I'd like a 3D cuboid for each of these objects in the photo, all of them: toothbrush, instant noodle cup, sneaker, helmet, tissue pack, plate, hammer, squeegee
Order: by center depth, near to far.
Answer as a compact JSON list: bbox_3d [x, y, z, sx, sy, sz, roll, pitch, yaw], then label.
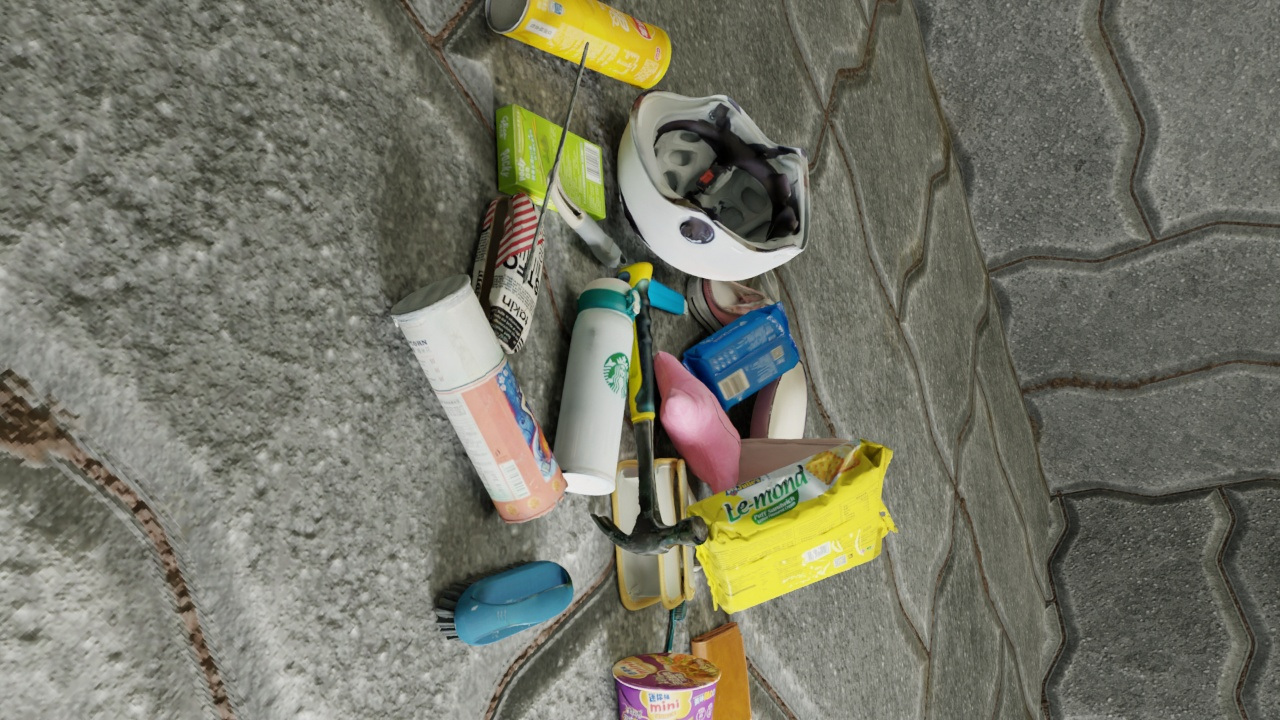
[{"bbox_3d":[0.026,0.365,0.941,0.111,0.112,0.099,3,87,-58],"label":"instant noodle cup"},{"bbox_3d":[-0.062,-0.150,0.948,0.246,0.039,0.246,50,51,-68],"label":"squeegee"},{"bbox_3d":[-0.001,0.046,0.979,0.032,0.126,0.322,26,53,-51],"label":"hammer"},{"bbox_3d":[0.031,0.357,1.027,0.016,0.018,0.191,45,46,-43],"label":"toothbrush"},{"bbox_3d":[0.073,-0.195,1.104,0.258,0.146,0.228,21,51,-18],"label":"helmet"},{"bbox_3d":[0.132,-0.004,1.193,0.157,0.052,0.095,-31,115,-11],"label":"tissue pack"},{"bbox_3d":[0.157,-0.054,1.270,0.241,0.088,0.118,37,51,-47],"label":"sneaker"},{"bbox_3d":[0.193,0.090,1.308,0.192,0.039,0.192,-29,123,-60],"label":"plate"}]

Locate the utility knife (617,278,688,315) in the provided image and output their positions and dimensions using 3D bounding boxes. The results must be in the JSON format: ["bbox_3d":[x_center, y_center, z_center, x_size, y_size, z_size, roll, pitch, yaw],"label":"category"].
[{"bbox_3d":[0.020,-0.080,1.124,0.165,0.018,0.034,18,80,-57],"label":"utility knife"}]

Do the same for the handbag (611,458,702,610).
[{"bbox_3d":[0.039,0.192,1.049,0.178,0.063,0.163,6,79,-61],"label":"handbag"}]

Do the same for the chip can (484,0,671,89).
[{"bbox_3d":[-0.061,-0.352,0.981,0.213,0.072,0.072,3,80,-47],"label":"chip can"}]

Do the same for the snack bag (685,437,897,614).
[{"bbox_3d":[0.174,0.193,1.035,0.068,0.246,0.158,-117,-172,-49],"label":"snack bag"}]

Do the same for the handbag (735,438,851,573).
[{"bbox_3d":[0.214,0.207,1.215,0.093,0.194,0.234,-66,146,-39],"label":"handbag"}]

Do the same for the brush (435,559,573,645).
[{"bbox_3d":[-0.105,0.208,0.794,0.143,0.074,0.055,-1,88,-59],"label":"brush"}]

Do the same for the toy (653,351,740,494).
[{"bbox_3d":[0.069,0.074,1.101,0.194,0.075,0.178,61,9,-6],"label":"toy"}]

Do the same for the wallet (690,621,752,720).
[{"bbox_3d":[0.104,0.394,1.118,0.118,0.035,0.130,1,82,-58],"label":"wallet"}]

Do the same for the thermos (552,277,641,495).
[{"bbox_3d":[-0.043,0.021,0.942,0.073,0.073,0.223,38,52,-48],"label":"thermos"}]

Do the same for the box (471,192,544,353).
[{"bbox_3d":[-0.118,-0.084,0.862,0.074,0.065,0.164,23,62,-36],"label":"box"}]

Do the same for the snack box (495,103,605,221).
[{"bbox_3d":[-0.092,-0.204,0.967,0.156,0.026,0.085,8,75,-58],"label":"snack box"}]

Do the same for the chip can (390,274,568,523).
[{"bbox_3d":[-0.135,0.037,0.793,0.071,0.071,0.215,-51,126,-50],"label":"chip can"}]
